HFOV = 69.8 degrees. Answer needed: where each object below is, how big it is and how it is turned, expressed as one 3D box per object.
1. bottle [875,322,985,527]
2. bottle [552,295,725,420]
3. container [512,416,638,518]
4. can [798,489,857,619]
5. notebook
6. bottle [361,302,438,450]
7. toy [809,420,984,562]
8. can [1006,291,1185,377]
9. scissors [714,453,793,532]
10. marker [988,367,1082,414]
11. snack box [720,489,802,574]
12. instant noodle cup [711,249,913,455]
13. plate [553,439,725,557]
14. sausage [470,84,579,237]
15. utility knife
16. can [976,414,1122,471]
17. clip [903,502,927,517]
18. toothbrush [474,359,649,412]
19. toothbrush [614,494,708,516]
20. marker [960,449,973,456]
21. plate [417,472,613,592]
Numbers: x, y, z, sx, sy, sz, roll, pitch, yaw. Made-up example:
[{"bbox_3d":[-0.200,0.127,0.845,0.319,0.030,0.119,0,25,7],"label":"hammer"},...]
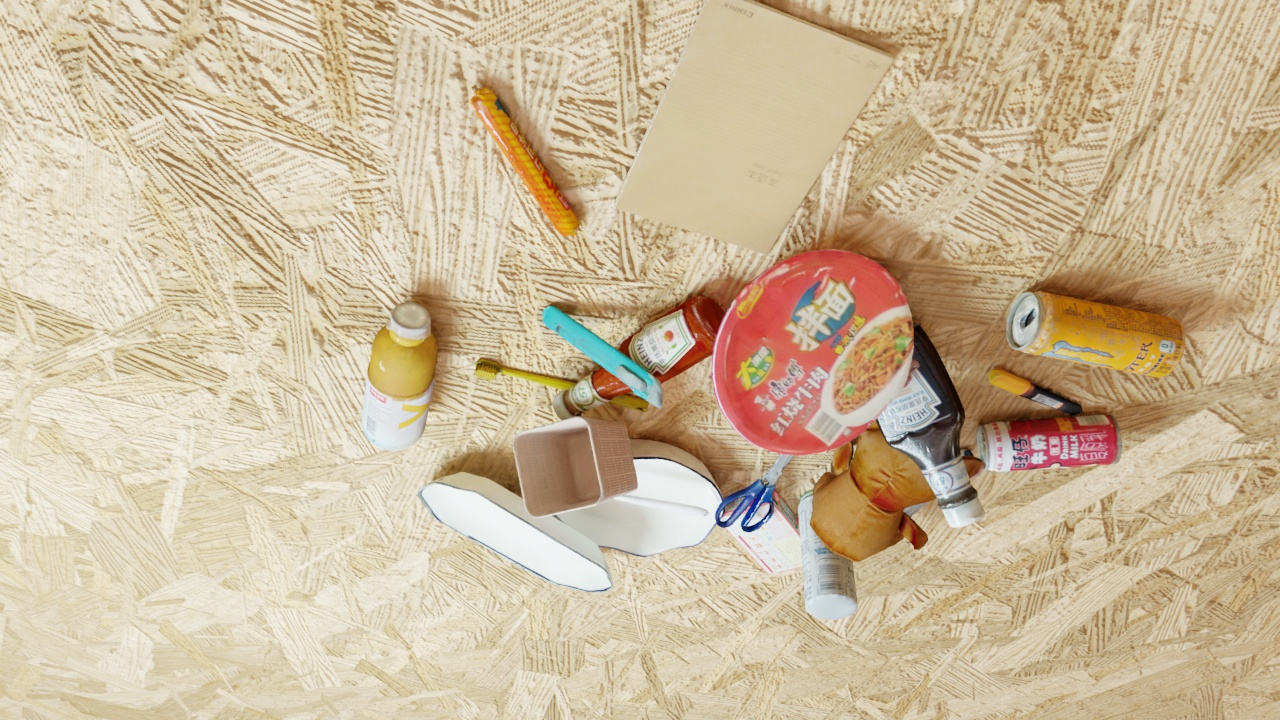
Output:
[{"bbox_3d":[0.273,0.064,0.879,0.080,0.044,0.195,-25,87,29],"label":"bottle"},{"bbox_3d":[-0.005,0.005,0.909,0.207,0.059,0.059,-31,128,30],"label":"bottle"},{"bbox_3d":[-0.062,0.110,0.961,0.090,0.090,0.110,-16,171,21],"label":"container"},{"bbox_3d":[0.217,0.224,1.069,0.058,0.146,0.058,2,137,2],"label":"can"},{"bbox_3d":[0.083,-0.181,0.738,0.149,0.012,0.212,16,136,-14],"label":"notebook"},{"bbox_3d":[-0.244,0.017,0.937,0.068,0.067,0.190,13,136,-10],"label":"bottle"},{"bbox_3d":[0.267,0.128,0.984,0.140,0.130,0.200,35,137,14],"label":"toy"},{"bbox_3d":[0.420,-0.024,0.848,0.146,0.058,0.058,10,137,-6],"label":"can"},{"bbox_3d":[0.156,0.138,1.051,0.174,0.012,0.125,-35,130,11],"label":"scissors"},{"bbox_3d":[0.407,0.033,0.945,0.123,0.015,0.018,20,137,-20],"label":"marker"},{"bbox_3d":[0.163,0.217,1.154,0.077,0.027,0.156,-20,133,23],"label":"snack box"},{"bbox_3d":[0.148,-0.012,0.836,0.193,0.066,0.194,-5,109,-14],"label":"instant noodle cup"},{"bbox_3d":[-0.003,0.162,1.094,0.205,0.045,0.205,2,137,1],"label":"plate"},{"bbox_3d":[-0.094,-0.161,0.765,0.021,0.021,0.165,-16,134,21],"label":"sausage"},{"bbox_3d":[-0.037,-0.005,0.880,0.151,0.012,0.029,35,122,15],"label":"utility knife"},{"bbox_3d":[0.431,0.088,0.973,0.133,0.053,0.053,-5,137,10],"label":"can"},{"bbox_3d":[0.324,0.174,1.103,0.027,0.045,0.058,29,126,-23],"label":"clip"},{"bbox_3d":[-0.083,0.030,0.976,0.190,0.016,0.016,14,134,-11],"label":"toothbrush"},{"bbox_3d":[-0.009,0.162,1.048,0.180,0.016,0.016,11,139,-8],"label":"toothbrush"},{"bbox_3d":[0.318,0.129,1.054,0.131,0.018,0.022,-24,140,28],"label":"marker"},{"bbox_3d":[-0.147,0.209,1.125,0.265,0.034,0.162,33,149,-16],"label":"plate"}]
